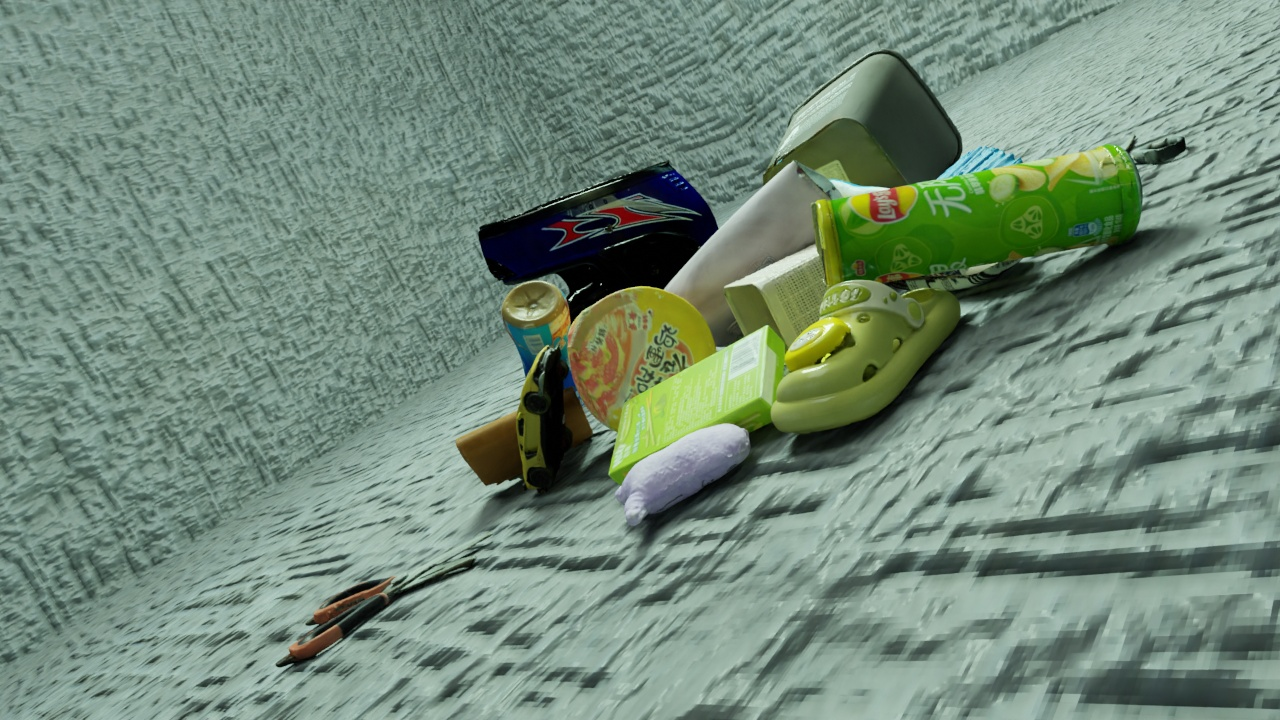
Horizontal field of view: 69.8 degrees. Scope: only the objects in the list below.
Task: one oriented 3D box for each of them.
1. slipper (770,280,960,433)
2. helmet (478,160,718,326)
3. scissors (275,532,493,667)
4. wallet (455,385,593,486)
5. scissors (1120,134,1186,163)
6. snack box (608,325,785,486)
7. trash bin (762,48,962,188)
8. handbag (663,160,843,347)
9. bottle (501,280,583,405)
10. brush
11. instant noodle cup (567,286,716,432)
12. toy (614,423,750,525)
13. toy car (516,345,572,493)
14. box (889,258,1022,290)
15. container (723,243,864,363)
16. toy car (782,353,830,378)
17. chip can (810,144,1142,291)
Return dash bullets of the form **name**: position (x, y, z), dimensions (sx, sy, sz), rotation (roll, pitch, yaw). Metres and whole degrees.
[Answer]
- **slipper**: position (0.153, -0.017, 0.653), dimensions (0.190, 0.081, 0.092), rotation (-34, 7, -36)
- **helmet**: position (-0.038, -0.120, 1.254), dimensions (0.315, 0.240, 0.247), rotation (-22, 8, -17)
- **scissors**: position (-0.237, 0.215, 0.838), dimensions (0.221, 0.015, 0.190), rotation (-34, 10, -27)
- **wallet**: position (-0.117, 0.082, 0.960), dimensions (0.131, 0.031, 0.108), rotation (-25, -29, -4)
- **scissors**: position (0.439, -0.185, 0.853), dimensions (0.180, 0.014, 0.160), rotation (-34, 10, -26)
- **snack box**: position (0.044, 0.039, 0.731), dimensions (0.157, 0.026, 0.085), rotation (-30, 30, 32)
- **trash bin**: position (0.279, -0.258, 1.191), dimensions (0.200, 0.198, 0.219), rotation (-33, 11, 39)
- **handbag**: position (0.127, -0.101, 0.938), dimensions (0.197, 0.098, 0.144), rotation (-42, -22, 21)
- **bottle**: position (-0.091, 0.009, 0.969), dimensions (0.065, 0.219, 0.065), rotation (-5, 52, 6)
- **brush**: position (0.285, -0.168, 0.908), dimensions (0.109, 0.060, 0.314), rotation (-39, 27, 6)
- **instant noodle cup**: position (-0.005, 0.005, 0.884), dimensions (0.138, 0.138, 0.110), rotation (-32, 2, -12)
- **toy**: position (0.030, 0.078, 0.652), dimensions (0.108, 0.039, 0.084), rotation (-28, 9, -2)
- **toy car**: position (-0.093, 0.055, 0.872), dimensions (0.041, 0.156, 0.071), rotation (9, 34, 10)
- **box**: position (0.249, -0.098, 0.778), dimensions (0.075, 0.081, 0.163), rotation (-37, 13, -6)
- **container**: position (0.152, -0.054, 0.826), dimensions (0.110, 0.090, 0.090), rotation (-30, 9, -12)
- **toy car**: position (0.112, 0.018, 0.737), dimensions (0.105, 0.032, 0.048), rotation (-24, 11, 25)
- **chip can**: position (0.240, -0.101, 0.666), dimensions (0.221, 0.072, 0.072), rotation (-10, 13, 10)
